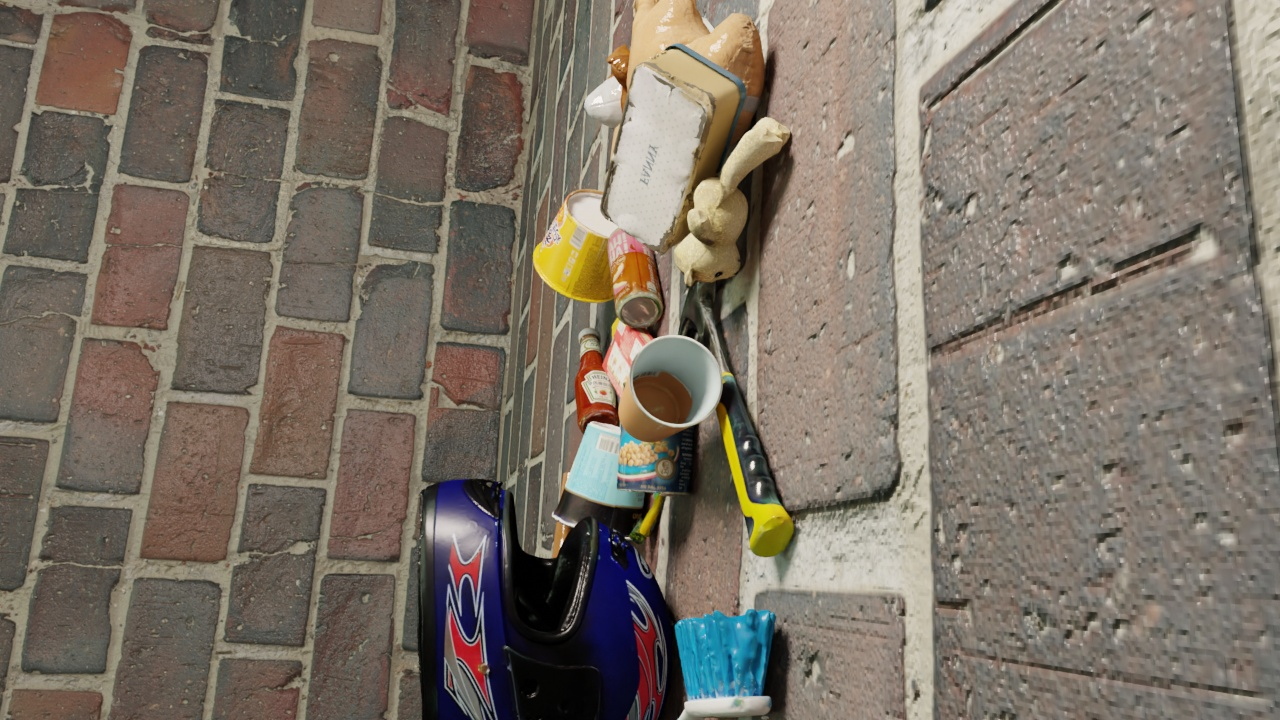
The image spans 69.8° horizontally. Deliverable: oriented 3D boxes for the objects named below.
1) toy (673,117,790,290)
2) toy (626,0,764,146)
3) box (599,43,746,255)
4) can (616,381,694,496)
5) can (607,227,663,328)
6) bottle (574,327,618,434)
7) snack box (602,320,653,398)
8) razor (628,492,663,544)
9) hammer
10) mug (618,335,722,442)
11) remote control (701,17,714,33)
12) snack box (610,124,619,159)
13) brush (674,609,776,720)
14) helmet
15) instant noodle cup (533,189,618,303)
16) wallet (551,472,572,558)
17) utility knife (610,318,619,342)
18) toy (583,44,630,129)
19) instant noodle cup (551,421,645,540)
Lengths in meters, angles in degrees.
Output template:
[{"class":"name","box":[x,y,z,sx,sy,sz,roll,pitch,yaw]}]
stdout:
[{"class":"toy","box":[0.077,-0.133,0.782,0.158,0.066,0.104,-63,0,32]},{"class":"toy","box":[0.031,-0.282,0.878,0.226,0.082,0.144,48,122,41]},{"class":"box","box":[0.026,-0.187,0.806,0.059,0.090,0.185,-38,-20,-41]},{"class":"can","box":[0.016,0.079,0.921,0.075,0.075,0.111,156,119,-75]},{"class":"can","box":[-0.008,-0.106,1.140,0.147,0.058,0.058,-99,20,-47]},{"class":"bottle","box":[-0.068,0.026,1.341,0.205,0.059,0.060,-99,20,-50]},{"class":"snack box","box":[-0.007,0.006,1.104,0.153,0.025,0.075,-124,51,-62]},{"class":"razor","box":[0.013,0.137,1.007,0.043,0.028,0.133,-41,-36,-62]},{"class":"hammer","box":[0.075,0.034,0.788,0.322,0.032,0.126,-101,21,-50]},{"class":"mug","box":[0.018,0.032,0.804,0.123,0.078,0.078,126,148,-71]},{"class":"remote control","box":[0.070,-0.327,0.991,0.135,0.019,0.056,-104,24,-56]},{"class":"snack box","box":[0.022,-0.213,0.983,0.093,0.094,0.077,-167,84,-77]},{"class":"brush","box":[0.047,0.278,0.767,0.315,0.060,0.109,120,150,-66]},{"class":"helmet","box":[-0.089,0.268,0.905,0.247,0.240,0.315,-143,50,-79]},{"class":"instant noodle cup","box":[-0.072,-0.167,1.298,0.137,0.138,0.110,-97,26,-44]},{"class":"wallet","box":[-0.065,0.218,1.157,0.031,0.107,0.131,-18,55,39]},{"class":"utility knife","box":[-0.016,-0.057,1.245,0.170,0.015,0.033,133,135,-67]},{"class":"toy","box":[-0.005,-0.308,1.108,0.199,0.130,0.140,-94,2,-69]},{"class":"instant noodle cup","box":[-0.037,0.138,1.082,0.111,0.111,0.120,-170,94,-77]}]
